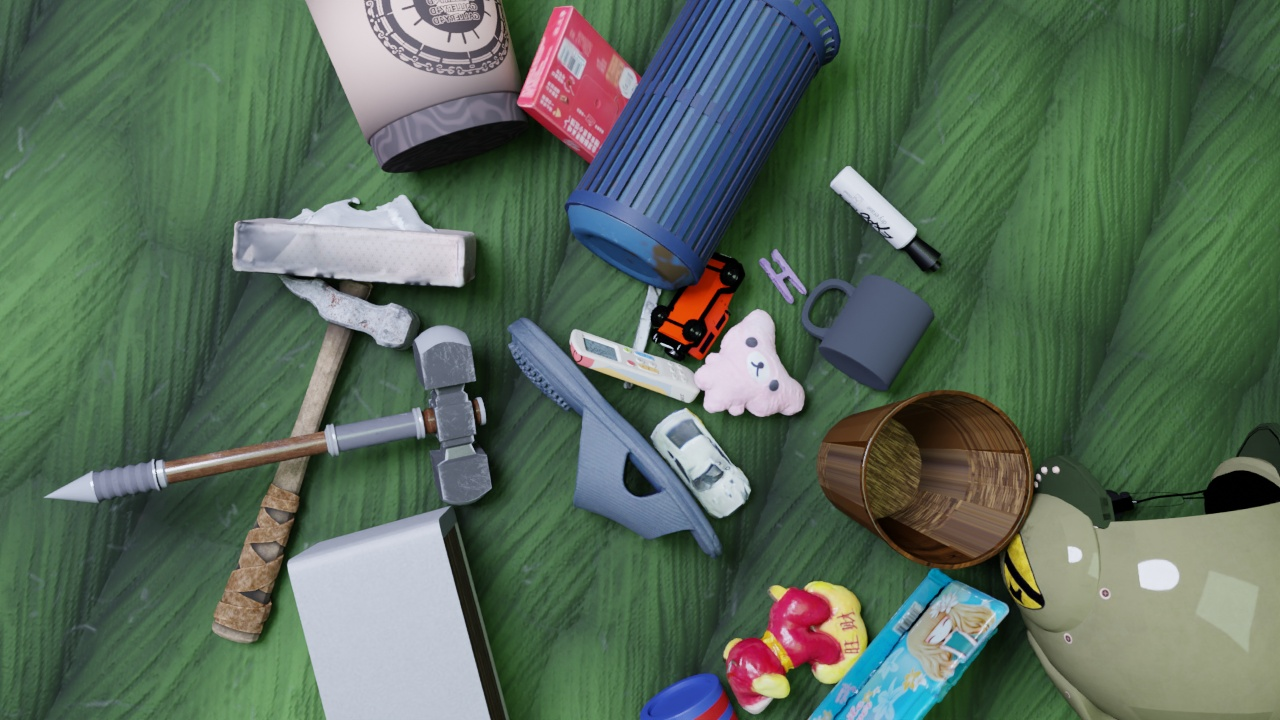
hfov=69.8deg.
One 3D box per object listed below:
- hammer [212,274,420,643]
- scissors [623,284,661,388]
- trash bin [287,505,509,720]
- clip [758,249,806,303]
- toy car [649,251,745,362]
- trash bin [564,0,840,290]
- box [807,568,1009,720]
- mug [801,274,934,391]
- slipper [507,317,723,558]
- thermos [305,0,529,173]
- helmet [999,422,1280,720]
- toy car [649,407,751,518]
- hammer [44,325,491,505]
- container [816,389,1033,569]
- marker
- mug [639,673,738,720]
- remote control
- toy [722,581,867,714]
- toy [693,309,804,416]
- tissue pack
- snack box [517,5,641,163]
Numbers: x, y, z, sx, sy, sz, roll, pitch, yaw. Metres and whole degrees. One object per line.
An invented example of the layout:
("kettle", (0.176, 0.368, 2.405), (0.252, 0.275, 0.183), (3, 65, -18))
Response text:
("hammer", (-0.292, 0.081, 0.776), (0.121, 0.049, 0.318), (19, 87, -2))
("scissors", (0.019, -0.055, 0.826), (0.090, 0.014, 0.171), (-6, 85, -4))
("trash bin", (-0.184, 0.248, 0.740), (0.114, 0.114, 0.229), (-15, 89, -6))
("clip", (0.127, -0.075, 0.839), (0.037, 0.013, 0.053), (-20, 87, -7))
("toy car", (0.052, -0.047, 0.809), (0.100, 0.051, 0.049), (-56, 136, -7))
("trash bin", (0.047, -0.190, 0.770), (0.139, 0.139, 0.249), (30, 84, -3))
("box", (0.205, 0.279, 0.767), (0.083, 0.172, 0.227), (39, 84, 28))
("mug", (0.195, -0.032, 0.820), (0.105, 0.071, 0.077), (31, 84, 23))
("slipper", (-0.038, 0.081, 0.772), (0.082, 0.101, 0.263), (-42, 88, -7))
("thermos", (-0.186, -0.282, 0.747), (0.172, 0.173, 0.226), (-19, 95, -6))
("helmet", (0.406, 0.178, 0.720), (0.250, 0.256, 0.233), (-8, 85, -6))
("toy car", (0.055, 0.092, 0.813), (0.048, 0.033, 0.105), (-39, 92, -8))
("hammer", (-0.282, 0.071, 0.723), (0.321, 0.043, 0.156), (-11, 105, -19))
("container", (0.219, 0.092, 0.761), (0.132, 0.167, 0.132), (0, 87, -6))
("marker", (0.228, -0.128, 0.844), (0.126, 0.025, 0.025), (43, 84, -2))
("mug", (0.046, 0.321, 0.761), (0.075, 0.112, 0.076), (-26, 90, 9))
("remote control", (-0.005, 0.005, 0.792), (0.125, 0.038, 0.018), (19, 118, -22))
("toy", (0.135, 0.244, 0.800), (0.137, 0.067, 0.105), (-26, 93, -13))
("toy", (0.091, 0.013, 0.807), (0.095, 0.053, 0.099), (-22, 88, -25))
("tissue pack", (-0.231, -0.101, 0.765), (0.181, 0.104, 0.071), (1, 102, -3))
("snack box", (-0.042, -0.223, 0.778), (0.021, 0.133, 0.089), (17, 83, 34))
